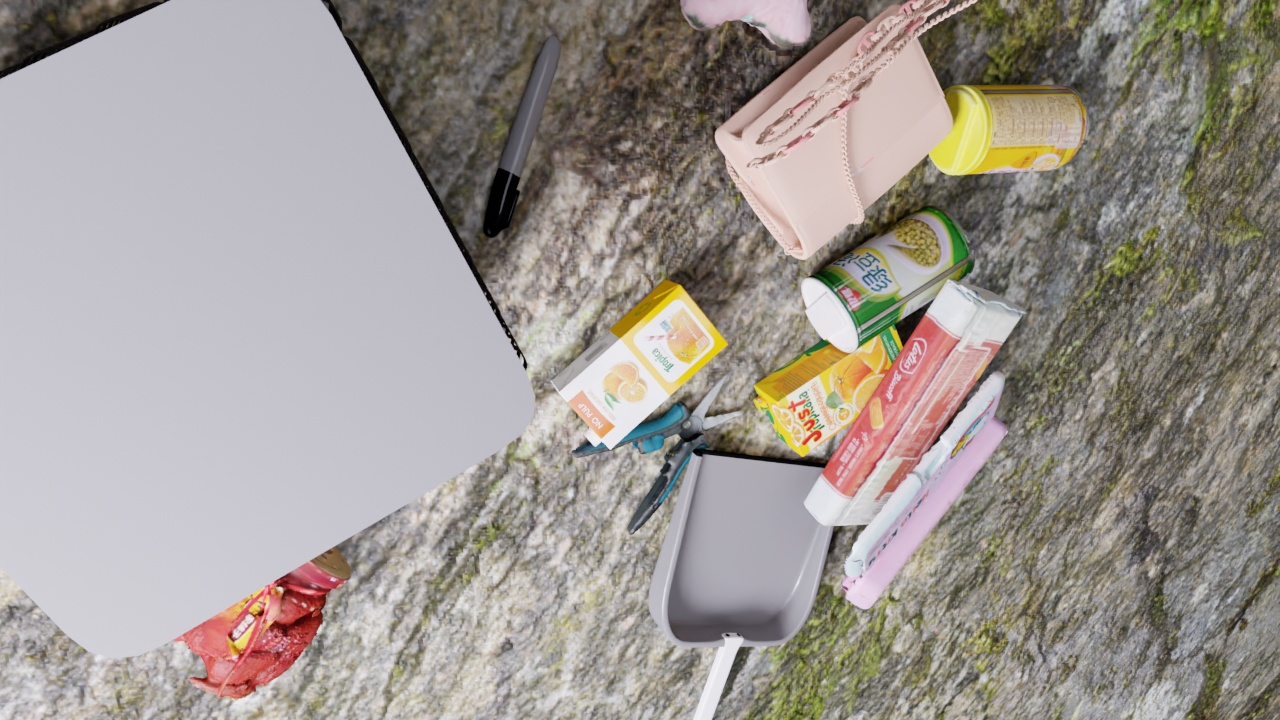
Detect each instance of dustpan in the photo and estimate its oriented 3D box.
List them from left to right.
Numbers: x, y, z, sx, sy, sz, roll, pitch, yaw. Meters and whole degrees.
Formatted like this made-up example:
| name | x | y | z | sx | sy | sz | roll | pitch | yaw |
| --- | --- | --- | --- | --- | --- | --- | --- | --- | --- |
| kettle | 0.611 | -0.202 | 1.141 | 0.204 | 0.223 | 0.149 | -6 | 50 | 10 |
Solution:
| name | x | y | z | sx | sy | sz | roll | pitch | yaw |
| --- | --- | --- | --- | --- | --- | --- | --- | --- | --- |
| dustpan | 0.080 | 0.206 | 0.782 | 0.163 | 0.033 | 0.258 | 10 | 105 | -31 |

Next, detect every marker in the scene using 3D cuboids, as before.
| name | x | y | z | sx | sy | sz | roll | pitch | yaw |
| --- | --- | --- | --- | --- | --- | --- | --- | --- | --- |
| marker | -0.078 | -0.147 | 0.614 | 0.022 | 0.016 | 0.139 | 6 | 108 | -56 |

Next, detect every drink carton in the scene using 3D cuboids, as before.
| name | x | y | z | sx | sy | sz | roll | pitch | yaw |
| --- | --- | --- | --- | --- | --- | --- | --- | --- | --- |
| drink carton | -0.004 | 0.004 | 0.675 | 0.122 | 0.040 | 0.058 | -42 | 107 | -3 |
| drink carton | 0.156 | 0.020 | 0.750 | 0.122 | 0.041 | 0.058 | -32 | 117 | -7 |

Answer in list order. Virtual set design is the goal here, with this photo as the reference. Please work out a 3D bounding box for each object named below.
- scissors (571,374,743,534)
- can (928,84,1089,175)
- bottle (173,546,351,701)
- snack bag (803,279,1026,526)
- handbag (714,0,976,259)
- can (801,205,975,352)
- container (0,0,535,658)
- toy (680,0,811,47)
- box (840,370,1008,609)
| name | x | y | z | sx | sy | sz | roll | pitch | yaw |
| --- | --- | --- | --- | --- | --- | --- | --- | --- | --- |
| scissors | 0.018 | 0.078 | 0.729 | 0.148 | 0.019 | 0.118 | -13 | 112 | -19 |
| can | 0.283 | -0.180 | 0.712 | 0.105 | 0.067 | 0.068 | -6 | 111 | -20 |
| bottle | -0.258 | 0.163 | 0.609 | 0.111 | 0.099 | 0.099 | -47 | 118 | -5 |
| snack bag | 0.215 | 0.040 | 0.735 | 0.077 | 0.041 | 0.226 | 8 | 118 | -39 |
| handbag | 0.154 | -0.143 | 0.606 | 0.198 | 0.187 | 0.116 | -41 | 111 | -9 |
| can | 0.192 | -0.064 | 0.718 | 0.121 | 0.067 | 0.067 | -32 | 117 | -9 |
| container | -0.217 | -0.046 | 0.464 | 0.247 | 0.243 | 0.246 | -30 | 117 | -9 |
| toy | 0.073 | -0.263 | 0.610 | 0.099 | 0.053 | 0.096 | 3 | 95 | -25 |
| box | 0.240 | 0.113 | 0.763 | 0.201 | 0.041 | 0.154 | -47 | 158 | -13 |
